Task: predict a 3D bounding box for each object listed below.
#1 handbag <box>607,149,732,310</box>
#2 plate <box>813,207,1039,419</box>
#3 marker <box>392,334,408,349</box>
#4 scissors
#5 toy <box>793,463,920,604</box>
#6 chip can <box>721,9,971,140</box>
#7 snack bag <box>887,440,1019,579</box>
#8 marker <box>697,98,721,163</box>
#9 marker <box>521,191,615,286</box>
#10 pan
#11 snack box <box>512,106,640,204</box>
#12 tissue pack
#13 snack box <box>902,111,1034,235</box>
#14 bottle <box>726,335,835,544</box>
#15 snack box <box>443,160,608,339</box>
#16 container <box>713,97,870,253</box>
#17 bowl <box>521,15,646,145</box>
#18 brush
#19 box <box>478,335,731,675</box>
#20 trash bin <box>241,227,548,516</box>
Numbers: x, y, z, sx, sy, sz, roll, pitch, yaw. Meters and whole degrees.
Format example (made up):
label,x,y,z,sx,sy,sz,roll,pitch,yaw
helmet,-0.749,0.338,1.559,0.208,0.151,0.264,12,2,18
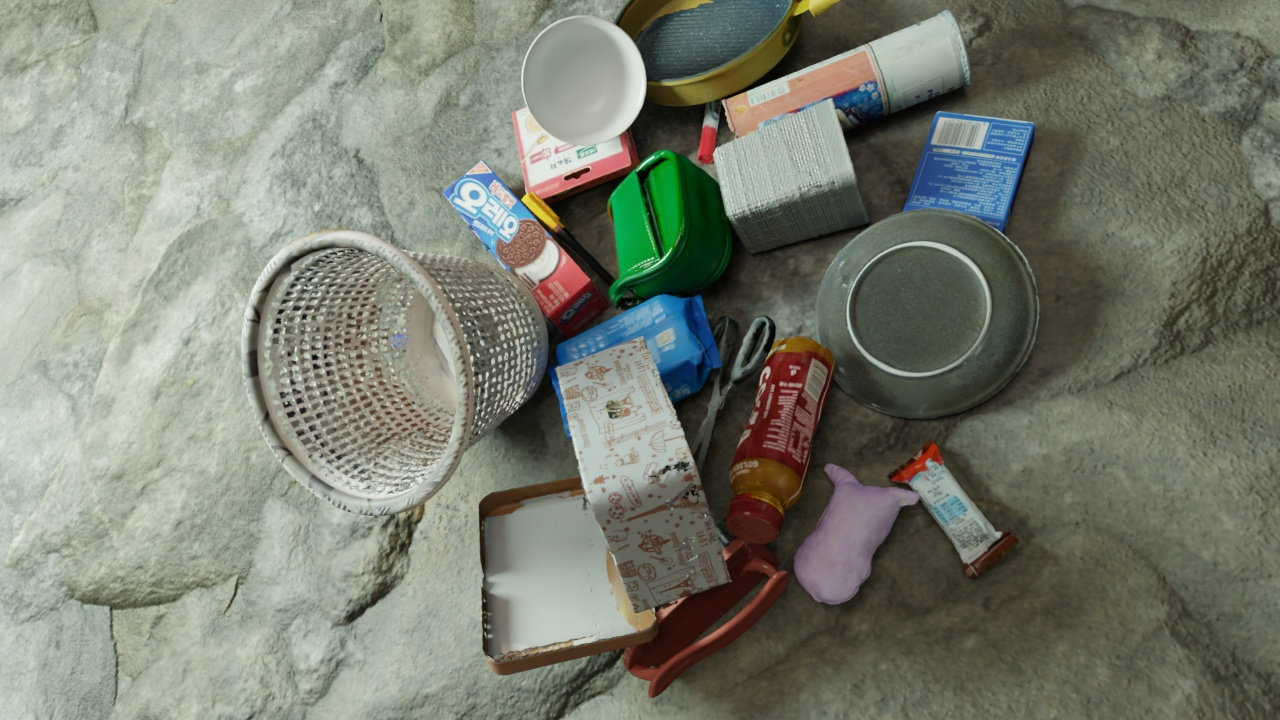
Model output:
label,x,y,z,sx,sy,sz,roll,pitch,yaw
handbag,0.019,-0.119,0.846,0.120,0.068,0.131,-28,55,38
plate,0.228,-0.041,0.750,0.180,0.024,0.179,-5,78,25
marker,-0.182,-0.020,0.918,0.146,0.017,0.016,-1,68,20
scissors,0.066,0.032,0.782,0.171,0.014,0.159,-47,30,33
toy,0.157,0.136,0.714,0.084,0.039,0.108,20,79,44
chip can,0.186,-0.247,0.847,0.215,0.071,0.071,-18,63,12
snack bag,0.237,0.112,0.701,0.048,0.026,0.104,-41,61,7
marker,0.074,-0.264,0.926,0.017,0.017,0.145,1,69,21
marker,-0.068,-0.118,0.891,0.015,0.018,0.124,-45,86,7
pan,0.127,-0.338,0.873,0.358,0.078,0.197,9,63,30
snack box,-0.065,-0.217,0.942,0.113,0.044,0.127,-19,62,11
tissue pack,-0.005,0.005,0.814,0.157,0.052,0.094,-26,47,9
snack box,0.277,-0.139,0.792,0.085,0.026,0.157,15,75,26
bottle,0.109,0.060,0.721,0.057,0.057,0.174,6,50,22
snack box,-0.117,-0.112,0.910,0.058,0.057,0.207,-41,61,-1
container,0.133,-0.159,0.820,0.114,0.090,0.090,-17,63,16
bowl,-0.057,-0.273,0.892,0.118,0.118,0.064,-32,23,5
brush,0.045,0.195,0.715,0.146,0.063,0.069,-42,47,1
box,-0.052,0.108,0.704,0.193,0.157,0.183,-18,35,-2
trash bin,-0.188,-0.004,0.789,0.228,0.191,0.227,5,103,24
